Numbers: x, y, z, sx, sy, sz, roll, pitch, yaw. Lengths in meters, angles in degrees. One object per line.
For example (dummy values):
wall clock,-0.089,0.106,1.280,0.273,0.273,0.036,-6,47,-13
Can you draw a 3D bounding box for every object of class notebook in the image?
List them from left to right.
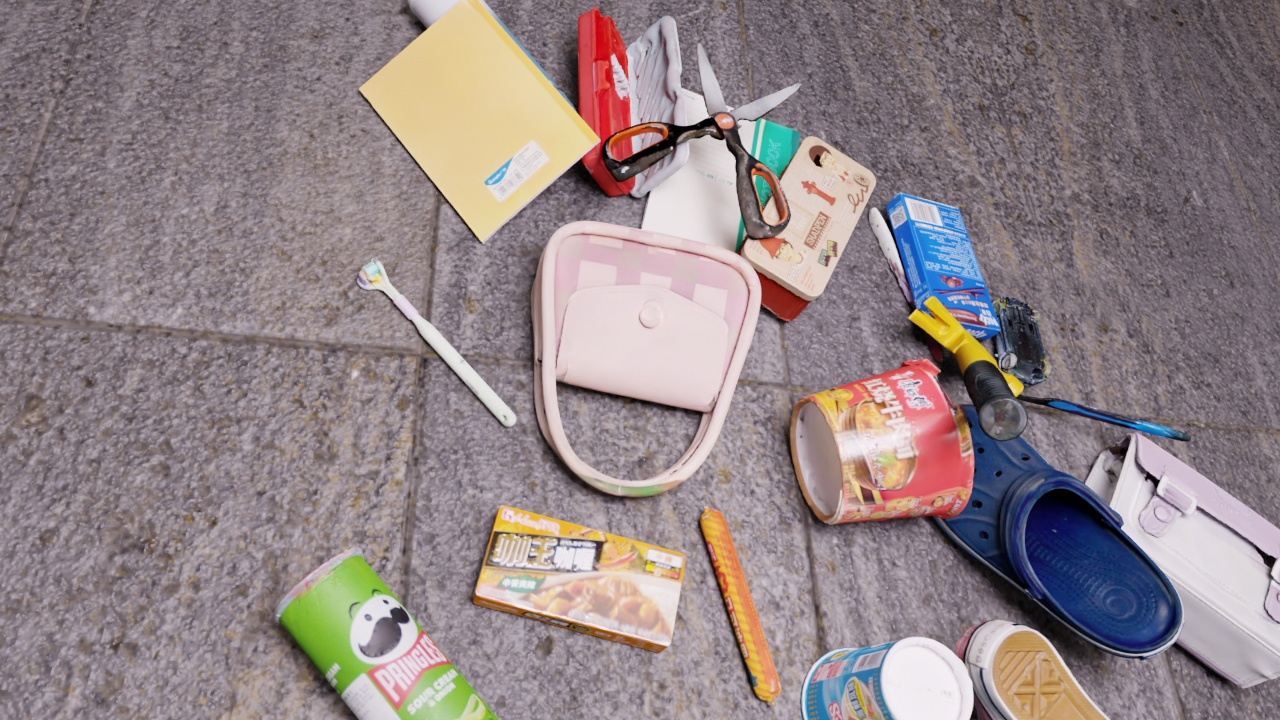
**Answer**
notebook,-0.154,-0.231,0.861,0.146,0.010,0.206,-41,76,3
notebook,0.088,-0.186,0.951,0.150,0.012,0.208,17,59,-8

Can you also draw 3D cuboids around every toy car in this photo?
toy car,0.382,-0.018,0.932,0.049,0.031,0.105,10,56,-11

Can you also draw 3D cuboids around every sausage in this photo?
sausage,0.079,0.192,0.733,0.021,0.022,0.165,-8,64,-20

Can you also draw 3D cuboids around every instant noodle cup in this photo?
instant noodle cup,0.196,0.076,0.773,0.108,0.138,0.137,-10,65,-11
instant noodle cup,0.186,0.251,0.680,0.099,0.110,0.099,7,60,-12

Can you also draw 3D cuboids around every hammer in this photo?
hammer,0.281,0.013,0.759,0.129,0.033,0.300,45,17,3

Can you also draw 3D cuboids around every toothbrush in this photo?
toothbrush,-0.171,-0.013,0.775,0.189,0.029,0.020,45,19,9
toothbrush,0.276,-0.081,0.945,0.017,0.016,0.187,-5,63,-28
toothbrush,0.424,0.046,0.882,0.190,0.014,0.016,16,41,19

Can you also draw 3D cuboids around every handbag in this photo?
handbag,-0.005,0.005,0.785,0.193,0.094,0.233,11,67,-9
handbag,0.498,0.172,0.827,0.197,0.099,0.144,37,50,8

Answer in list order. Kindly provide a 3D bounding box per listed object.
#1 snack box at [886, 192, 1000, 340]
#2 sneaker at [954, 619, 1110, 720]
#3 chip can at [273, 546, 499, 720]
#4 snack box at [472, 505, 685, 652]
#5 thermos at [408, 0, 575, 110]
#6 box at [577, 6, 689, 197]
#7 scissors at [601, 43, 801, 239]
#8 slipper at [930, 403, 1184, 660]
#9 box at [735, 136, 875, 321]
snack box,0.311,-0.097,0.947,0.084,0.026,0.157,8,58,-25
sneaker,0.309,0.296,0.708,0.118,0.088,0.241,-37,99,-18
chip can,-0.145,0.237,0.614,0.072,0.072,0.236,-38,78,-30
snack box,-0.045,0.168,0.707,0.153,0.026,0.075,17,58,-7
thermos,-0.144,-0.298,0.911,0.070,0.070,0.220,-32,74,-28
box,-0.001,-0.265,0.914,0.100,0.095,0.201,-14,61,20
scissors,0.074,-0.206,0.856,0.232,0.022,0.221,-25,72,-20
slipper,0.328,0.138,0.759,0.105,0.095,0.252,-39,61,-2
box,0.151,-0.126,0.894,0.091,0.078,0.168,31,62,-2
